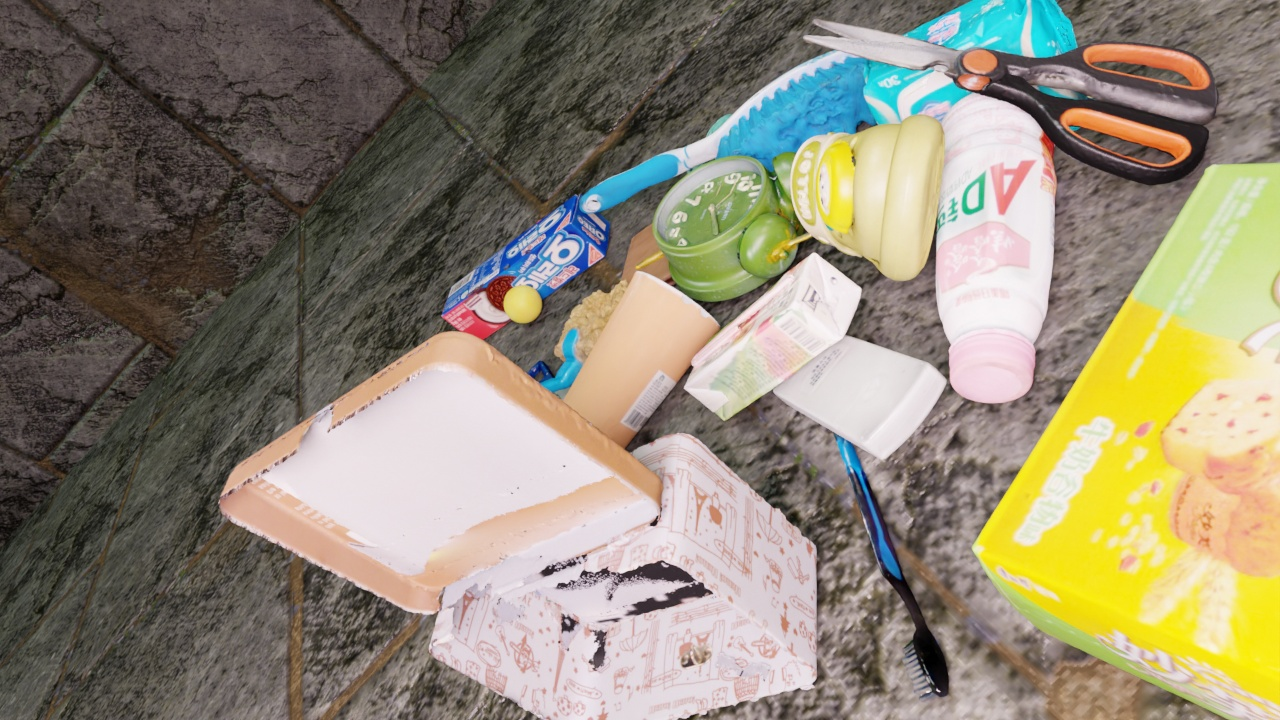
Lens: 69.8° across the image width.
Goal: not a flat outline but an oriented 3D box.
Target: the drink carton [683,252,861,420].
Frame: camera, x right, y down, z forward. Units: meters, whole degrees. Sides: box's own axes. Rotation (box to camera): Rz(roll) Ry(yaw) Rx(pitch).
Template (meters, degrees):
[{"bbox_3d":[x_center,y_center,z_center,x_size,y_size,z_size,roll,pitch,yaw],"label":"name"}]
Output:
[{"bbox_3d":[0.080,-0.013,0.589,0.123,0.045,0.053,-40,15,48],"label":"drink carton"}]

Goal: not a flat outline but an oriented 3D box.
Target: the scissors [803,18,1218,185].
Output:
[{"bbox_3d":[0.211,-0.171,0.528,0.148,0.022,0.235,-41,65,-16],"label":"scissors"}]

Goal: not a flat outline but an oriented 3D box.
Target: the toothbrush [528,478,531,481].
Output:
[{"bbox_3d":[-0.046,0.115,0.666,0.026,0.027,0.213,-10,14,-27],"label":"toothbrush"}]

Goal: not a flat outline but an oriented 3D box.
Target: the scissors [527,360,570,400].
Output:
[{"bbox_3d":[-0.069,0.016,0.812,0.162,0.012,0.175,-51,22,-19],"label":"scissors"}]

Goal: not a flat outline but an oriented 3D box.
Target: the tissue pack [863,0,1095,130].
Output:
[{"bbox_3d":[0.217,-0.178,0.591,0.134,0.093,0.050,-15,38,46],"label":"tissue pack"}]

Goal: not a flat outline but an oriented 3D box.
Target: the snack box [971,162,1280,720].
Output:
[{"bbox_3d":[0.245,0.026,0.329,0.210,0.070,0.158,-54,29,-10],"label":"snack box"}]

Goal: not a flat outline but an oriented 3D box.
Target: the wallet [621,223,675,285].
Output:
[{"bbox_3d":[0.027,-0.103,0.838,0.116,0.020,0.101,-27,36,39],"label":"wallet"}]

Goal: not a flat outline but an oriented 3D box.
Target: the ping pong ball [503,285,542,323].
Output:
[{"bbox_3d":[-0.124,-0.059,0.964,0.040,0.040,0.040,-34,32,24],"label":"ping pong ball"}]

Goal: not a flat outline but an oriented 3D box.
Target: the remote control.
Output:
[{"bbox_3d":[0.123,0.016,0.534,0.056,0.019,0.135,-51,17,-1],"label":"remote control"}]

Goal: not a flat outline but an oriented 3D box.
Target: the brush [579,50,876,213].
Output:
[{"bbox_3d":[0.071,-0.184,0.809,0.315,0.060,0.109,-27,34,22],"label":"brush"}]

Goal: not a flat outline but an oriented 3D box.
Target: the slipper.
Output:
[{"bbox_3d":[0.132,-0.098,0.561,0.081,0.092,0.190,3,9,7],"label":"slipper"}]

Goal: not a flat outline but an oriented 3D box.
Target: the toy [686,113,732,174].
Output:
[{"bbox_3d":[0.082,-0.208,0.881,0.097,0.030,0.091,-48,23,16],"label":"toy"}]

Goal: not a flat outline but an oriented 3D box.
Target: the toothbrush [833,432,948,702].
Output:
[{"bbox_3d":[0.122,0.093,0.474,0.189,0.014,0.016,-97,31,-55],"label":"toothbrush"}]

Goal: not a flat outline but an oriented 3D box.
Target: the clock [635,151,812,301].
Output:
[{"bbox_3d":[0.079,-0.108,0.719,0.162,0.056,0.115,-2,53,38],"label":"clock"}]

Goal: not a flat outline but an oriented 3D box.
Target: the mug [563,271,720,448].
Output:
[{"bbox_3d":[-0.004,0.004,0.698,0.122,0.078,0.078,-57,29,-4],"label":"mug"}]

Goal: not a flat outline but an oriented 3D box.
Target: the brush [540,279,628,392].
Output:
[{"bbox_3d":[-0.080,0.020,0.728,0.254,0.046,0.083,-44,27,-29],"label":"brush"}]

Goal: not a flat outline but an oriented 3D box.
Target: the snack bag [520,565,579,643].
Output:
[{"bbox_3d":[-0.069,0.165,0.634,0.045,0.026,0.105,-56,28,4],"label":"snack bag"}]

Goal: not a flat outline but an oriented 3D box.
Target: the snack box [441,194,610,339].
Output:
[{"bbox_3d":[-0.126,-0.097,0.996,0.208,0.058,0.057,-31,33,29],"label":"snack box"}]

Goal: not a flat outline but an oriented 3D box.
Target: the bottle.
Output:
[{"bbox_3d":[0.197,-0.067,0.515,0.068,0.068,0.196,-19,44,42],"label":"bottle"}]

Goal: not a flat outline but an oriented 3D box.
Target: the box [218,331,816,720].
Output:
[{"bbox_3d":[-0.050,0.092,0.455,0.177,0.259,0.082,-28,36,32],"label":"box"}]
